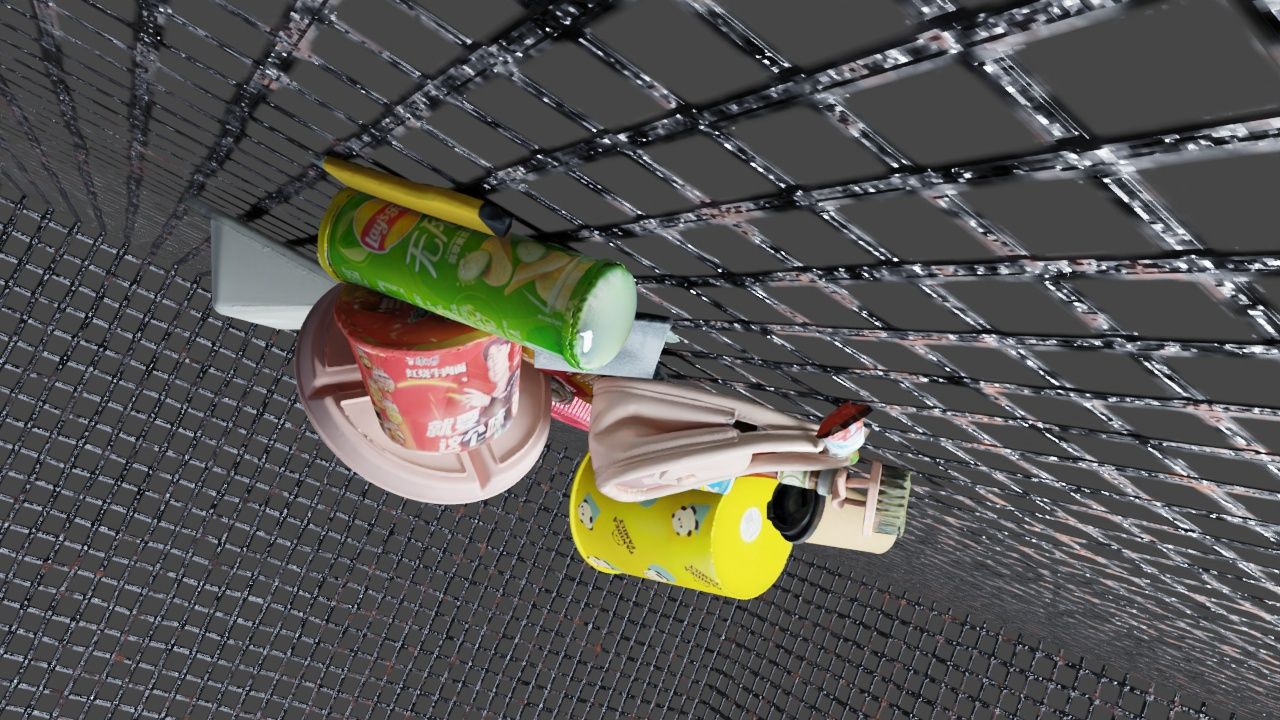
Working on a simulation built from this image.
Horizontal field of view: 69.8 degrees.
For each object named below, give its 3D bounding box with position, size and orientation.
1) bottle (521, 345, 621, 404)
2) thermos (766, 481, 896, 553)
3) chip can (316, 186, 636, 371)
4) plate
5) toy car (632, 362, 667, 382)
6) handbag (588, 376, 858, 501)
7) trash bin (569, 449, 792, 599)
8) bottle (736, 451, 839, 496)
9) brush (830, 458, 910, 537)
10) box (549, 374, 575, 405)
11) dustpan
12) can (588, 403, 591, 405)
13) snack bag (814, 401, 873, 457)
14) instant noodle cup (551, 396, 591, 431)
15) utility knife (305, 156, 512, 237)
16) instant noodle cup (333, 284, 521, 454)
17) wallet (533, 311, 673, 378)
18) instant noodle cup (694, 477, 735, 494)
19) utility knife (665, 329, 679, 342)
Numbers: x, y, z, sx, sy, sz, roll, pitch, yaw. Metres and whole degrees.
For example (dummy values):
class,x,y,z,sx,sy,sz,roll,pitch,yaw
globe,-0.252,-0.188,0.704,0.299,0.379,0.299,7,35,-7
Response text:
class,x,y,z,sx,sy,sz,roll,pitch,yaw
bottle,-0.066,-0.009,0.806,0.057,0.057,0.175,19,170,25
thermos,0.232,0.185,1.100,0.143,0.093,0.093,19,173,-20
chip can,-0.108,-0.057,0.604,0.221,0.072,0.072,20,170,23
plate,-0.174,0.011,0.782,0.229,0.228,0.028,27,137,-19
toy car,-0.005,0.005,0.811,0.043,0.034,0.090,15,169,29
handbag,0.075,0.076,0.822,0.234,0.093,0.193,0,167,5
trash bin,0.065,0.221,1.316,0.256,0.229,0.229,6,161,45
bottle,0.112,0.102,0.999,0.206,0.059,0.060,15,168,23
brush,0.220,0.130,0.878,0.073,0.063,0.145,10,166,17
box,-0.109,-0.002,0.937,0.068,0.051,0.164,51,174,-35
dustpan,-0.369,-0.111,1.027,0.258,0.142,0.222,-2,176,2
can,-0.024,0.035,0.967,0.053,0.053,0.133,20,170,21
snack bag,0.154,0.055,0.697,0.026,0.048,0.104,64,-176,21
instant noodle cup,-0.097,0.034,1.105,0.194,0.065,0.194,24,172,3
utility knife,-0.149,-0.109,0.584,0.172,0.015,0.033,21,165,24
instant noodle cup,-0.147,-0.003,0.684,0.138,0.137,0.109,19,130,24
wallet,-0.031,-0.014,0.684,0.097,0.019,0.121,5,161,-5
instant noodle cup,0.060,0.114,1.110,0.110,0.099,0.099,16,172,-5
utility knife,-0.072,-0.053,0.710,0.218,0.013,0.029,21,168,15
